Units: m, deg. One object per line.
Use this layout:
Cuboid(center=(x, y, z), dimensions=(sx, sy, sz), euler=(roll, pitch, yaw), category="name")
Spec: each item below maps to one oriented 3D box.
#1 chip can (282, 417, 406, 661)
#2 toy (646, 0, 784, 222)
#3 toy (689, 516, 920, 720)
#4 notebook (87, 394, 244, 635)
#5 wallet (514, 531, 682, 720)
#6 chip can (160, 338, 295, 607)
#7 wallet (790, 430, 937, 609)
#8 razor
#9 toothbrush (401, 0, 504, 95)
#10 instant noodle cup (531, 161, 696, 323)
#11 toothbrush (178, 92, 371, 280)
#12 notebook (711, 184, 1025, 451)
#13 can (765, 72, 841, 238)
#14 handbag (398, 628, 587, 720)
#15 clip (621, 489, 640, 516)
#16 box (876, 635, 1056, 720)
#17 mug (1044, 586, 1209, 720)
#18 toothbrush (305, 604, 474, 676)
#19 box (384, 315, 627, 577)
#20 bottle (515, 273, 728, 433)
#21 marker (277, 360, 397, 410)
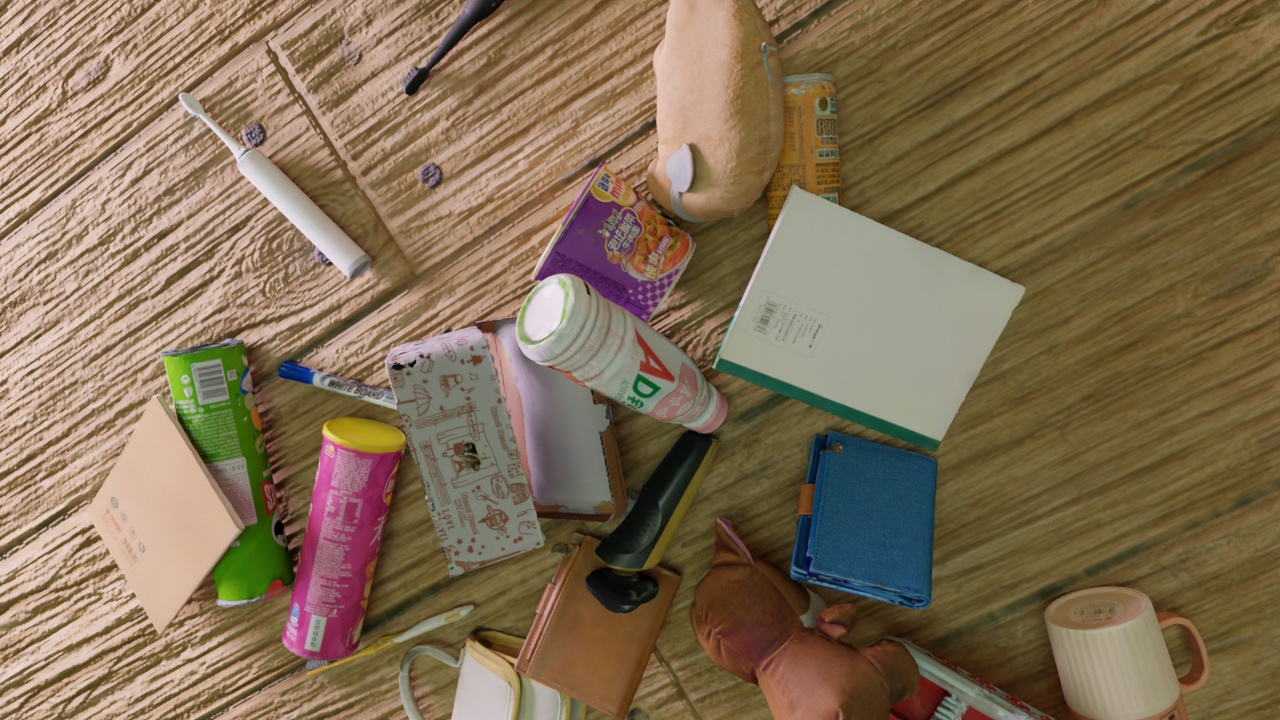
Cuboid(center=(-0.268, 0.160, 0.826), dimensions=(0.071, 0.071, 0.211), euler=(17, 102, 7), category="chip can")
Cuboid(center=(0.049, -0.217, 0.682), dimensions=(0.144, 0.082, 0.226), euler=(9, 104, 49), category="toy")
Cuboid(center=(0.120, 0.224, 0.731), dimensions=(0.200, 0.130, 0.140), euler=(33, 119, 33), category="toy")
Cuboid(center=(-0.439, 0.146, 0.838), dimensions=(0.208, 0.008, 0.148), euler=(-44, 77, 32), category="notebook")
Cuboid(center=(-0.043, 0.224, 0.793), dimensions=(0.119, 0.035, 0.130), euler=(22, 77, 11), category="wallet")
Cuboid(center=(-0.371, 0.100, 0.833), dimensions=(0.072, 0.072, 0.236), euler=(-8, 98, 11), category="chip can")
Cuboid(center=(0.176, 0.122, 0.717), dimensions=(0.106, 0.132, 0.040), euler=(12, 139, 7), category="wallet")
Cuboid(center=(0.016, 0.132, 0.767), dimensions=(0.067, 0.062, 0.167), euler=(34, 84, -29), category="razor")
Cuboid(center=(-0.124, -0.298, 0.748), dimensions=(0.213, 0.026, 0.027), euler=(-43, 55, 15), category="toothbrush")
Cuboid(center=(-0.017, -0.086, 0.725), dimensions=(0.099, 0.111, 0.112), euler=(30, 103, -5), category="instant noodle cup")
Cuboid(center=(-0.324, -0.156, 0.805), dimensions=(0.221, 0.026, 0.026), euler=(44, 65, 1), category="toothbrush")
Cuboid(center=(0.176, -0.026, 0.706), dimensions=(0.209, 0.012, 0.150), euler=(20, 103, -16), category="notebook")
Cuboid(center=(0.125, -0.143, 0.710), dimensions=(0.058, 0.058, 0.146), euler=(-3, 99, 11), category="can")
Cuboid(center=(-0.146, 0.333, 0.841), dimensions=(0.179, 0.063, 0.163), euler=(13, 100, 11), category="handbag")
Cuboid(center=(0.009, 0.129, 0.800), dimensions=(0.057, 0.028, 0.024), euler=(13, 104, -1), category="clip")
Cuboid(center=(0.268, 0.283, 0.699), dimensions=(0.201, 0.095, 0.099), euler=(26, 149, 32), category="box")
Cuboid(center=(0.385, 0.237, 0.719), dimensions=(0.114, 0.081, 0.106), euler=(-19, 94, -3), category="mug")
Cuboid(center=(-0.239, 0.262, 0.866), dimensions=(0.192, 0.016, 0.018), euler=(-25, 86, 14), category="toothbrush")
Cuboid(center=(-0.099, 0.056, 0.749), dimensions=(0.168, 0.151, 0.182), euler=(-16, 100, -9), category="box")
Cuboid(center=(-0.004, 0.004, 0.705), dimensions=(0.068, 0.068, 0.196), euler=(-47, 132, 13), category="bottle")
Cuboid(center=(-0.257, 0.026, 0.829), dimensions=(0.146, 0.017, 0.017), euler=(15, 101, 7), category="marker")
